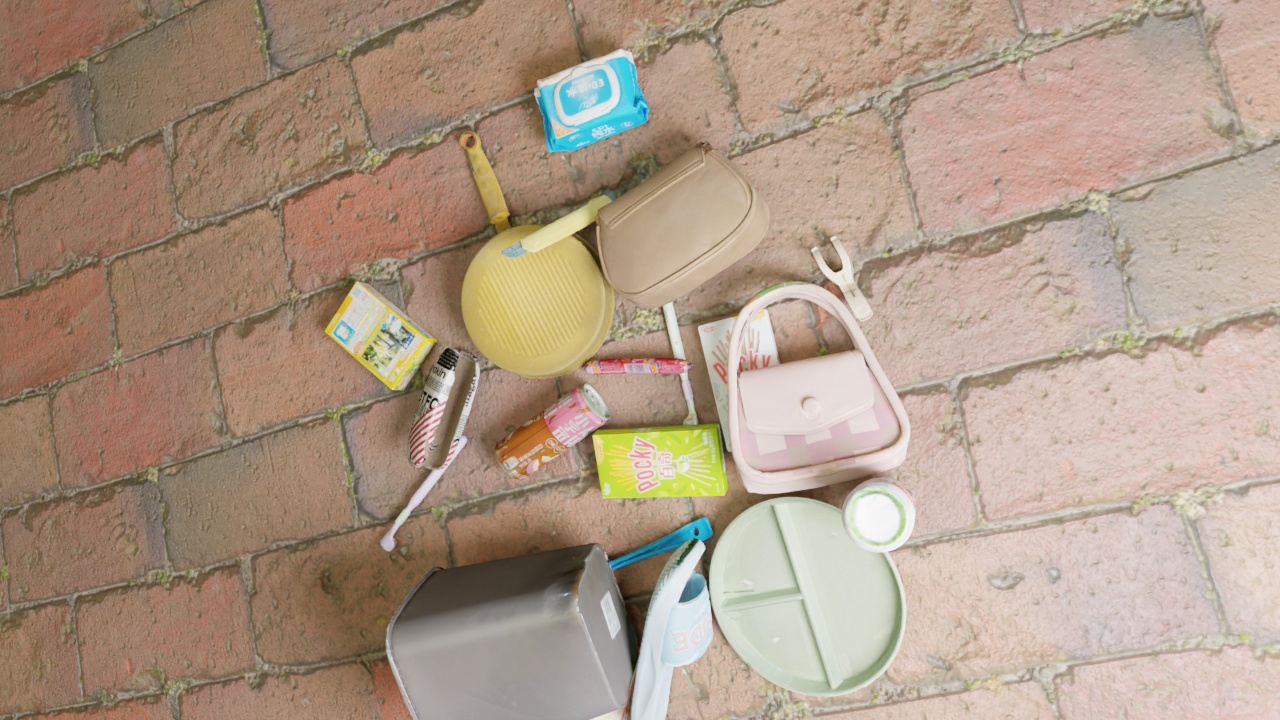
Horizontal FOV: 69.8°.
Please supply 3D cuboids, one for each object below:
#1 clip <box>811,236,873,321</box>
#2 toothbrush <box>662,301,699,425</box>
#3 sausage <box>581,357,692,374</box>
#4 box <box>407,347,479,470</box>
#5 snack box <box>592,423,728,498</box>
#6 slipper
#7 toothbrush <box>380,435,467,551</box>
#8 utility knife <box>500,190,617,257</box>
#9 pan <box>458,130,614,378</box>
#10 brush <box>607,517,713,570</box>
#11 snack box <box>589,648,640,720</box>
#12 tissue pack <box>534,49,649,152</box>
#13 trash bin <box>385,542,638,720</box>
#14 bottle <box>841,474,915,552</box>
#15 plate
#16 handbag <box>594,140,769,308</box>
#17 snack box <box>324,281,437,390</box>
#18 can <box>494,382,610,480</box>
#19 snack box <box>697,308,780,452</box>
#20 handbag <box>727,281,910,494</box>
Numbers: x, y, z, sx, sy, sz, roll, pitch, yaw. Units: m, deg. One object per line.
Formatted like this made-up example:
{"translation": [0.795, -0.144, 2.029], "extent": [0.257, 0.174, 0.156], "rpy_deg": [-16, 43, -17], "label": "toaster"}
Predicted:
{"translation": [0.231, -0.093, 1.047], "extent": [0.034, 0.076, 0.103], "rpy_deg": [-28, 68, 15], "label": "clip"}
{"translation": [0.045, -0.007, 1.126], "extent": [0.029, 0.020, 0.189], "rpy_deg": [-24, 75, 59], "label": "toothbrush"}
{"translation": [-0.007, 0.007, 1.130], "extent": [0.156, 0.020, 0.020], "rpy_deg": [-1, 87, 28], "label": "sausage"}
{"translation": [-0.255, 0.065, 1.210], "extent": [0.075, 0.076, 0.163], "rpy_deg": [16, 89, 54], "label": "box"}
{"translation": [0.023, 0.123, 1.111], "extent": [0.156, 0.026, 0.086], "rpy_deg": [-4, 104, 18], "label": "snack box"}
{"translation": [0.043, 0.329, 1.065], "extent": [0.074, 0.104, 0.245], "rpy_deg": [14, 101, 14], "label": "slipper"}
{"translation": [-0.288, 0.176, 1.226], "extent": [0.189, 0.021, 0.029], "rpy_deg": [-53, 42, 8], "label": "toothbrush"}
{"translation": [-0.095, -0.167, 1.128], "extent": [0.176, 0.019, 0.031], "rpy_deg": [-30, 63, -30], "label": "utility knife"}
{"translation": [-0.164, -0.147, 1.188], "extent": [0.198, 0.078, 0.357], "rpy_deg": [-27, 86, 11], "label": "pan"}
{"translation": [-0.029, 0.248, 1.132], "extent": [0.255, 0.046, 0.083], "rpy_deg": [-23, 77, 12], "label": "brush"}
{"translation": [-0.051, 0.420, 1.133], "extent": [0.077, 0.027, 0.156], "rpy_deg": [18, 93, 18], "label": "snack box"}
{"translation": [-0.062, -0.325, 1.152], "extent": [0.140, 0.063, 0.090], "rpy_deg": [-16, 83, 16], "label": "tissue pack"}
{"translation": [-0.135, 0.323, 1.049], "extent": [0.220, 0.198, 0.199], "rpy_deg": [-18, 100, 11], "label": "trash bin"}
{"translation": [0.252, 0.153, 0.957], "extent": [0.068, 0.196, 0.068], "rpy_deg": [-1, 87, 17], "label": "bottle"}
{"translation": [0.187, 0.265, 1.039], "extent": [0.231, 0.027, 0.230], "rpy_deg": [4, 99, 27], "label": "plate"}
{"translation": [0.047, -0.157, 1.094], "extent": [0.205, 0.099, 0.147], "rpy_deg": [-31, 68, 14], "label": "handbag"}
{"translation": [-0.355, -0.034, 1.251], "extent": [0.140, 0.033, 0.087], "rpy_deg": [38, 99, 18], "label": "snack box"}
{"translation": [-0.112, 0.090, 1.152], "extent": [0.147, 0.058, 0.058], "rpy_deg": [-35, 78, 14], "label": "can"}
{"translation": [0.128, 0.024, 1.094], "extent": [0.085, 0.026, 0.156], "rpy_deg": [-15, 84, 17], "label": "snack box"}
{"translation": [0.184, 0.025, 1.033], "extent": [0.193, 0.093, 0.234], "rpy_deg": [-11, 76, 2], "label": "handbag"}
